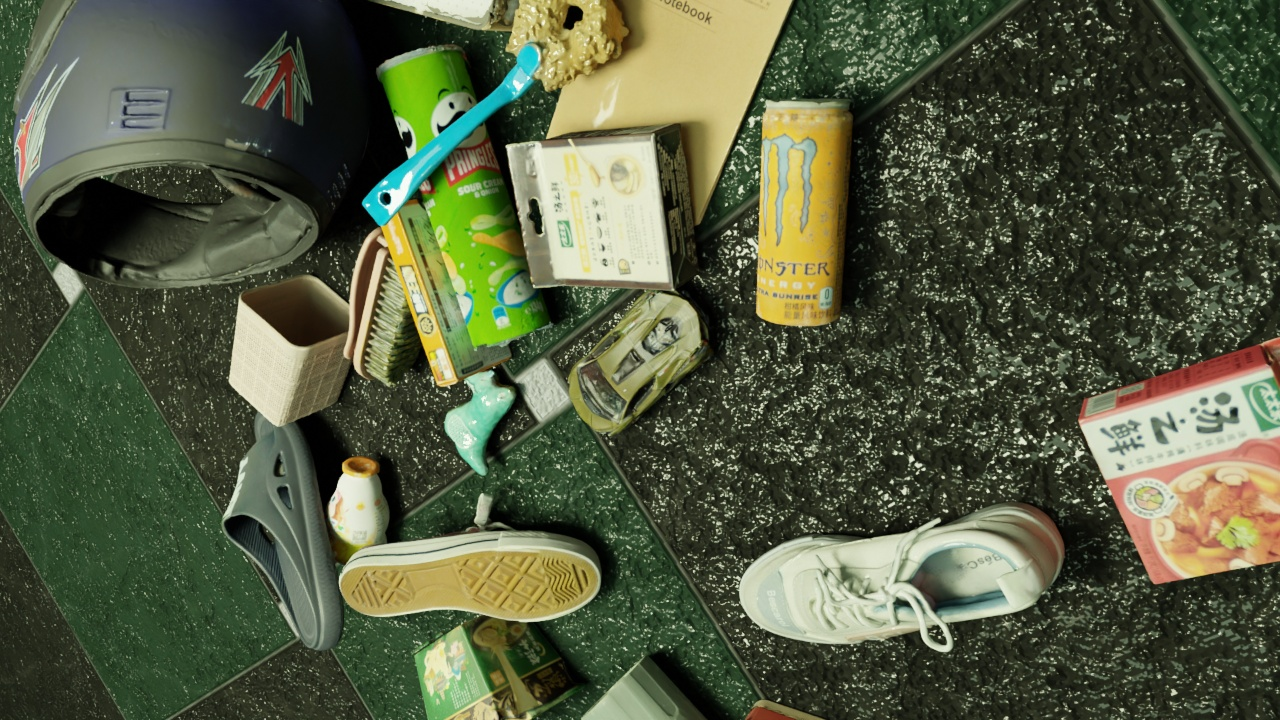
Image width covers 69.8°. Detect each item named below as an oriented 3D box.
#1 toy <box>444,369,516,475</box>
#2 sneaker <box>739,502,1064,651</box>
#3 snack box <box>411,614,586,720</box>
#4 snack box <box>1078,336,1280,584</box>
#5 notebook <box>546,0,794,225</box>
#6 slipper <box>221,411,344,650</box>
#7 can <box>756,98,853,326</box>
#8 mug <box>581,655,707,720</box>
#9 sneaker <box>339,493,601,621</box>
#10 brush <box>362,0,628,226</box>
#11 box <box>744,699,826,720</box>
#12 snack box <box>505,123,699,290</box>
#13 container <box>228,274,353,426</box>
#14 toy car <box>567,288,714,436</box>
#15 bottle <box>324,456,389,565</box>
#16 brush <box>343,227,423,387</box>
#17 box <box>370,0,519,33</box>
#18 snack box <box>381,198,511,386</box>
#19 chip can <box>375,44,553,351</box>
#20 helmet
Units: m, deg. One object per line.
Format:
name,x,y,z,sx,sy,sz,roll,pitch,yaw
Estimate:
toy,-0.147,0.042,0.828,0.096,0.030,0.092,50,119,16
sneaker,0.168,0.165,0.643,0.243,0.090,0.089,-22,93,34
snack box,-0.140,0.296,0.865,0.118,0.117,0.105,-37,73,31
snack box,0.342,0.059,0.533,0.127,0.044,0.113,-25,92,33
notebook,0.019,-0.221,0.656,0.148,0.008,0.208,33,120,18
slipper,-0.365,0.163,0.914,0.111,0.083,0.268,-50,56,44
can,0.108,-0.098,0.612,0.058,0.058,0.146,9,110,28
mug,0.006,0.330,0.806,0.103,0.083,0.124,46,147,11
sneaker,-0.151,0.181,0.841,0.241,0.087,0.118,-5,116,10
brush,-0.112,-0.190,0.672,0.255,0.045,0.083,-40,91,13
box,0.115,0.378,0.748,0.091,0.080,0.168,9,111,29
snack box,-0.027,-0.112,0.682,0.126,0.053,0.113,6,115,33
container,-0.335,-0.007,0.887,0.090,0.090,0.111,37,124,15
toy car,-0.004,0.004,0.724,0.070,0.042,0.159,50,126,8
bottle,-0.284,0.151,0.921,0.063,0.063,0.108,22,115,23
brush,-0.229,-0.044,0.827,0.073,0.063,0.146,32,121,14
box,-0.165,-0.312,0.707,0.184,0.059,0.090,25,116,24
snack box,-0.163,-0.061,0.774,0.026,0.075,0.154,-14,98,34
chip can,-0.139,-0.128,0.742,0.072,0.072,0.236,-13,99,33
helmet,-0.364,-0.211,0.750,0.316,0.247,0.240,-16,68,39
